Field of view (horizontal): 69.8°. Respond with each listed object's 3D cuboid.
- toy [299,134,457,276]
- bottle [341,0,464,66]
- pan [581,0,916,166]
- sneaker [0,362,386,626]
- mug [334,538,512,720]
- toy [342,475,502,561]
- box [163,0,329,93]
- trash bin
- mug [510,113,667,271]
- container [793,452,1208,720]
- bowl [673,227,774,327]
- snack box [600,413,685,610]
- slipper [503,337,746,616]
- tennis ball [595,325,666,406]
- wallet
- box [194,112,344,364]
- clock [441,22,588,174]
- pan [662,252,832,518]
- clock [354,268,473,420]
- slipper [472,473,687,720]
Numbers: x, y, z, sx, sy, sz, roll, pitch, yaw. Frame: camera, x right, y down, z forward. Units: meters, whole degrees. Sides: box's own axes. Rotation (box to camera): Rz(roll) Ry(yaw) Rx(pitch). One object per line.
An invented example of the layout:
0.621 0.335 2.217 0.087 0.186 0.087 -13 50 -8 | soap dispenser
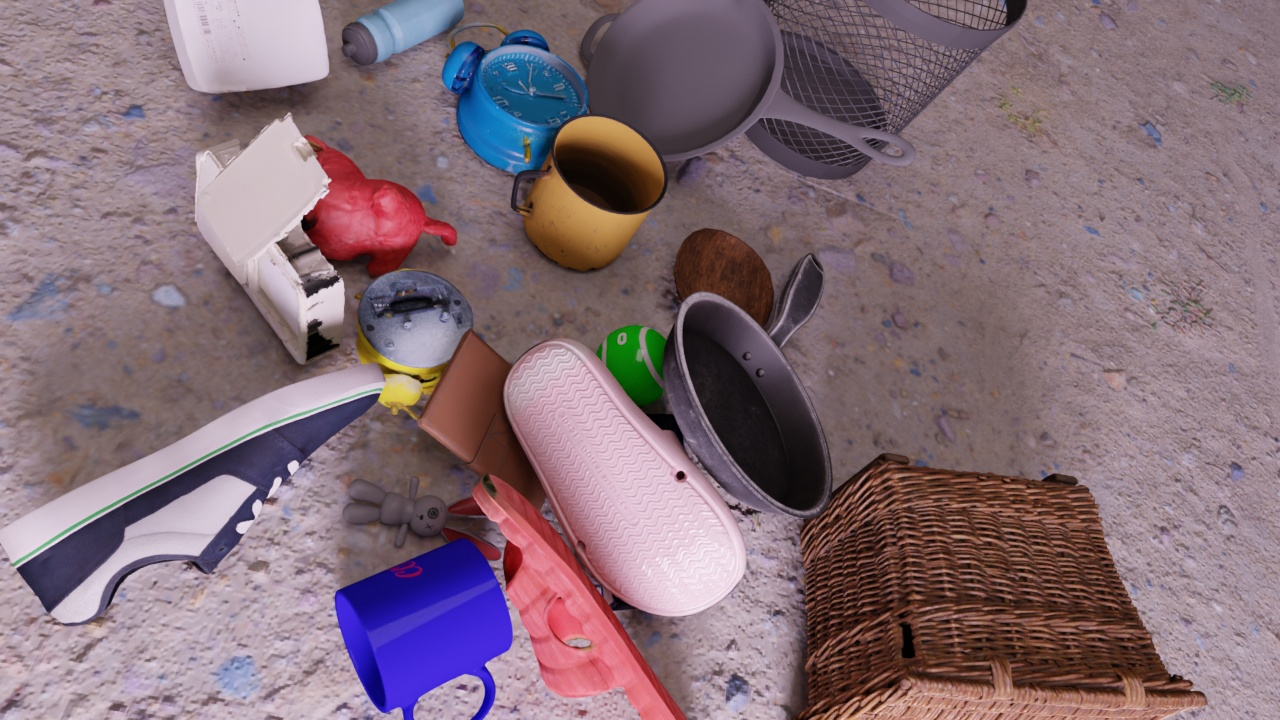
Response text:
-0.205 -0.124 0.711 0.132 0.088 0.094 7 49 -22 | toy
-0.216 -0.302 0.826 0.040 0.040 0.129 44 54 4 | bottle
0.092 -0.248 0.855 0.355 0.024 0.216 29 86 24 | pan
-0.256 0.079 0.576 0.234 0.084 0.079 -32 93 -31 | sneaker
-0.129 0.179 0.573 0.083 0.079 0.111 -19 78 -31 | mug
-0.147 0.107 0.634 0.111 0.030 0.049 14 86 -14 | toy
-0.337 -0.285 0.752 0.108 0.137 0.121 -21 115 -33 | box
0.218 -0.327 0.919 0.217 0.228 0.217 11 59 -19 | trash bin
-0.053 -0.138 0.774 0.123 0.094 0.100 -3 65 -28 | mug
0.245 0.185 0.692 0.249 0.163 0.182 10 54 -19 | container
0.071 -0.065 0.829 0.102 0.026 0.114 29 53 -14 | bowl
0.001 0.112 0.700 0.082 0.027 0.150 2 61 -22 | snack box
-0.017 0.082 0.646 0.221 0.107 0.055 52 11 10 | slipper
-0.004 0.004 0.734 0.065 0.066 0.065 11 59 -19 | tennis ball
-0.101 0.046 0.669 0.121 0.013 0.087 45 49 -32 | wallet
-0.260 -0.089 0.596 0.070 0.187 0.143 -31 72 -33 | box
-0.113 -0.240 0.825 0.116 0.060 0.161 -29 76 -34 | clock
0.107 -0.007 0.758 0.187 0.055 0.355 50 30 -12 | pan
-0.164 -0.010 0.675 0.083 0.057 0.118 -14 69 -30 | clock
-0.040 0.184 0.595 0.059 0.103 0.249 -36 95 -6 | slipper
